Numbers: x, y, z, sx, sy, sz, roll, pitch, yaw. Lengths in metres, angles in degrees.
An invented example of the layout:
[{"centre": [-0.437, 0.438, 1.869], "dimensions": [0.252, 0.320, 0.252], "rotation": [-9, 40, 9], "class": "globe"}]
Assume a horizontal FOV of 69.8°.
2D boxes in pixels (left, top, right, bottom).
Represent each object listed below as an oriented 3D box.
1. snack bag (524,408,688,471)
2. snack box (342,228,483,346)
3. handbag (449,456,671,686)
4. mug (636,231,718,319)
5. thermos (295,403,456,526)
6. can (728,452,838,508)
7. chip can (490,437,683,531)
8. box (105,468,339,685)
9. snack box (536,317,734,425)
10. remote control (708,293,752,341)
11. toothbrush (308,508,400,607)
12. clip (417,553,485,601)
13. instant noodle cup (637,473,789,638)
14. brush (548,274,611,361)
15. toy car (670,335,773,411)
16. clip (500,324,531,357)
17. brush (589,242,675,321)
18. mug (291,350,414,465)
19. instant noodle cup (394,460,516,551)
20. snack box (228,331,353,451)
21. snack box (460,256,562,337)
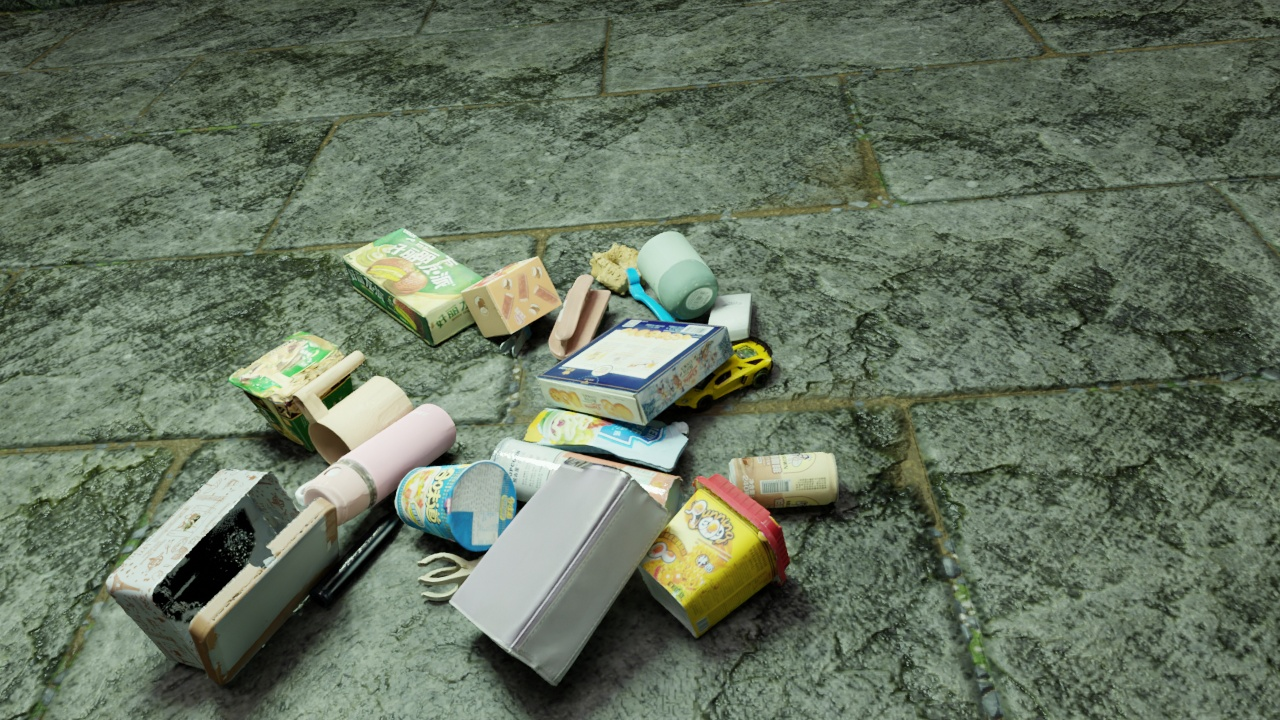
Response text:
[{"centre": [-0.036, 0.092, 1.110], "dimensions": [0.191, 0.039, 0.110], "rotation": [5, 14, 17], "class": "snack bag"}, {"centre": [-0.340, -0.116, 1.396], "dimensions": [0.114, 0.063, 0.240], "rotation": [-33, 46, -29], "class": "snack box"}, {"centre": [-0.080, 0.199, 0.905], "dimensions": [0.145, 0.098, 0.196], "rotation": [14, 61, 53], "class": "handbag"}, {"centre": [0.059, -0.110, 1.298], "dimensions": [0.082, 0.112, 0.106], "rotation": [-36, 56, 2], "class": "mug"}, {"centre": [-0.308, 0.121, 1.071], "dimensions": [0.087, 0.067, 0.198], "rotation": [3, 25, 30], "class": "thermos"}, {"centre": [0.158, 0.134, 1.021], "dimensions": [0.116, 0.059, 0.058], "rotation": [-5, 40, 3], "class": "can"}, {"centre": [-0.062, 0.142, 1.036], "dimensions": [0.215, 0.071, 0.071], "rotation": [10, 43, 20], "class": "chip can"}, {"centre": [-0.399, 0.223, 0.936], "dimensions": [0.158, 0.148, 0.181], "rotation": [-1, 37, 32], "class": "box"}, {"centre": [-0.007, 0.007, 1.162], "dimensions": [0.178, 0.046, 0.182], "rotation": [8, 34, 44], "class": "snack box"}, {"centre": [0.124, -0.059, 1.262], "dimensions": [0.056, 0.019, 0.134], "rotation": [-5, 24, 11], "class": "remote control"}, {"centre": [-0.293, 0.194, 1.047], "dimensions": [0.027, 0.026, 0.212], "rotation": [40, 49, 0], "class": "toothbrush"}, {"centre": [-0.190, 0.222, 0.991], "dimensions": [0.103, 0.035, 0.076], "rotation": [-15, 40, -16], "class": "clip"}, {"centre": [0.070, 0.200, 0.924], "dimensions": [0.123, 0.116, 0.116], "rotation": [-40, 49, -17], "class": "instant noodle cup"}, {"centre": [-0.088, -0.053, 1.275], "dimensions": [0.063, 0.073, 0.145], "rotation": [5, 43, 13], "class": "brush"}, {"centre": [0.100, 0.018, 1.185], "dimensions": [0.155, 0.041, 0.071], "rotation": [-24, 42, -17], "class": "toy car"}, {"centre": [-0.175, -0.028, 1.298], "dimensions": [0.028, 0.024, 0.056], "rotation": [14, 50, 28], "class": "clip"}, {"centre": [0.006, -0.092, 1.333], "dimensions": [0.083, 0.046, 0.254], "rotation": [-15, 44, -24], "class": "brush"}, {"centre": [-0.356, 0.064, 1.140], "dimensions": [0.084, 0.124, 0.103], "rotation": [-11, 26, 45], "class": "mug"}, {"centre": [-0.211, 0.156, 1.017], "dimensions": [0.110, 0.099, 0.099], "rotation": [0, 36, 39], "class": "instant noodle cup"}, {"centre": [-0.436, 0.046, 1.182], "dimensions": [0.118, 0.106, 0.118], "rotation": [20, 45, 34], "class": "snack box"}, {"centre": [-0.184, -0.089, 1.301], "dimensions": [0.094, 0.077, 0.093], "rotation": [-34, 16, -29], "class": "snack box"}]
